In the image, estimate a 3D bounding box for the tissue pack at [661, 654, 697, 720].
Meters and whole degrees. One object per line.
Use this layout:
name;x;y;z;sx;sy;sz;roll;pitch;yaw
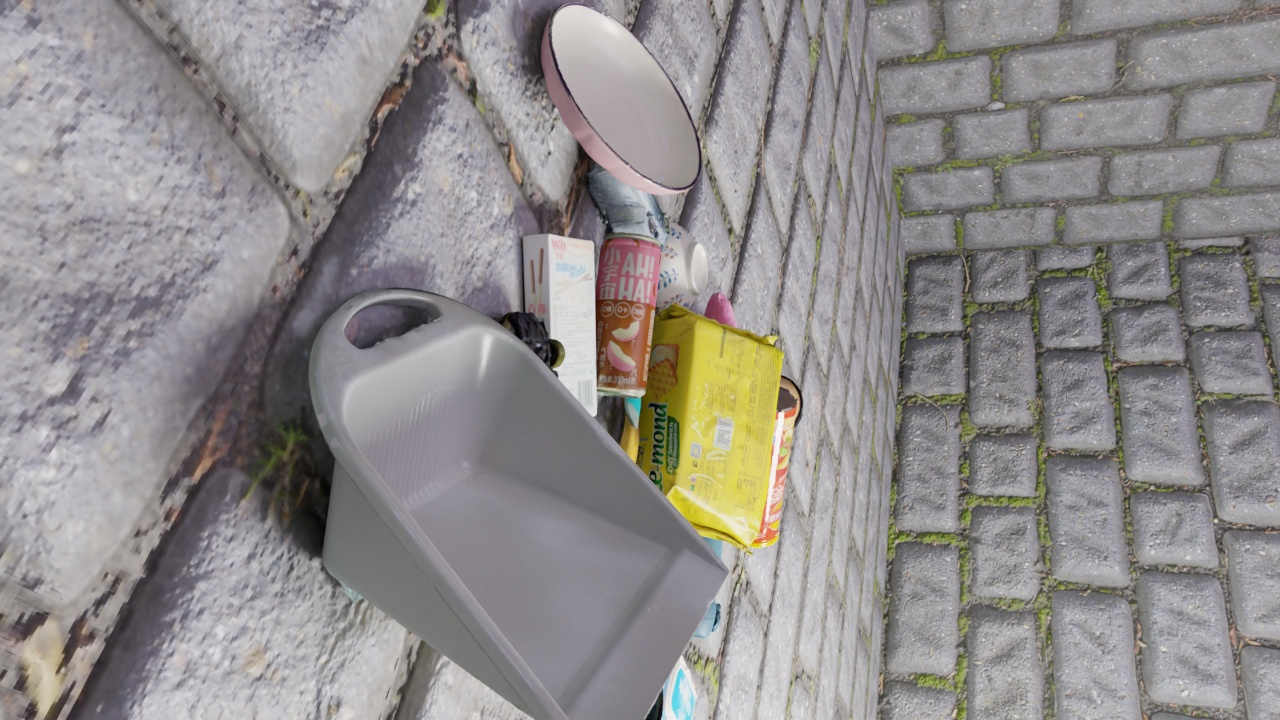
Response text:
tissue pack;0.013;0.334;0.913;0.089;0.063;0.140;-66;148;-46

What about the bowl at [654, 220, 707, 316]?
bowl;0.036;-0.098;0.994;0.113;0.062;0.113;1;90;-68

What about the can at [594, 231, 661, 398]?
can;-0.016;-0.041;0.850;0.058;0.058;0.147;20;75;-66

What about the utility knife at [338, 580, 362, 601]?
utility knife;-0.141;0.124;0.606;0.173;0.015;0.033;-12;95;-66

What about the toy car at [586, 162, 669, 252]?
toy car;-0.011;-0.146;0.888;0.121;0.054;0.036;58;35;-51

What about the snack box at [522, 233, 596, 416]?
snack box;-0.067;-0.026;0.781;0.084;0.027;0.157;-7;95;-68

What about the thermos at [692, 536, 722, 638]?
thermos;0.061;0.189;1.007;0.070;0.070;0.220;38;54;-62

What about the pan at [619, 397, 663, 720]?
pan;-0.025;0.152;0.801;0.356;0.078;0.198;-98;165;-51

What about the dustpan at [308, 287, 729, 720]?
dustpan;-0.073;0.067;0.548;0.222;0.258;0.143;-37;146;-63

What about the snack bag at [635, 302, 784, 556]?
snack bag;0.073;0.069;0.957;0.158;0.068;0.246;19;71;-32

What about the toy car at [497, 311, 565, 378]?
toy car;-0.089;0.041;0.702;0.070;0.042;0.158;0;88;-68

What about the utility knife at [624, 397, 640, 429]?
utility knife;-0.005;0.005;0.920;0.029;0.013;0.159;57;24;-35

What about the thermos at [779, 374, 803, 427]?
thermos;0.167;0.054;1.282;0.143;0.093;0.093;24;66;-58

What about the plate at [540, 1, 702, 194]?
plate;-0.021;-0.226;0.817;0.192;0.039;0.192;32;42;-35

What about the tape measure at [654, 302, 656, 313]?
tape measure;-0.009;-0.074;0.917;0.065;0.034;0.066;-28;116;-67

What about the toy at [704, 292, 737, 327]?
toy;0.099;0.012;1.125;0.178;0.075;0.195;-58;146;-68

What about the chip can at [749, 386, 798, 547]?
chip can;0.159;0.141;1.212;0.073;0.073;0.217;-51;148;-58
